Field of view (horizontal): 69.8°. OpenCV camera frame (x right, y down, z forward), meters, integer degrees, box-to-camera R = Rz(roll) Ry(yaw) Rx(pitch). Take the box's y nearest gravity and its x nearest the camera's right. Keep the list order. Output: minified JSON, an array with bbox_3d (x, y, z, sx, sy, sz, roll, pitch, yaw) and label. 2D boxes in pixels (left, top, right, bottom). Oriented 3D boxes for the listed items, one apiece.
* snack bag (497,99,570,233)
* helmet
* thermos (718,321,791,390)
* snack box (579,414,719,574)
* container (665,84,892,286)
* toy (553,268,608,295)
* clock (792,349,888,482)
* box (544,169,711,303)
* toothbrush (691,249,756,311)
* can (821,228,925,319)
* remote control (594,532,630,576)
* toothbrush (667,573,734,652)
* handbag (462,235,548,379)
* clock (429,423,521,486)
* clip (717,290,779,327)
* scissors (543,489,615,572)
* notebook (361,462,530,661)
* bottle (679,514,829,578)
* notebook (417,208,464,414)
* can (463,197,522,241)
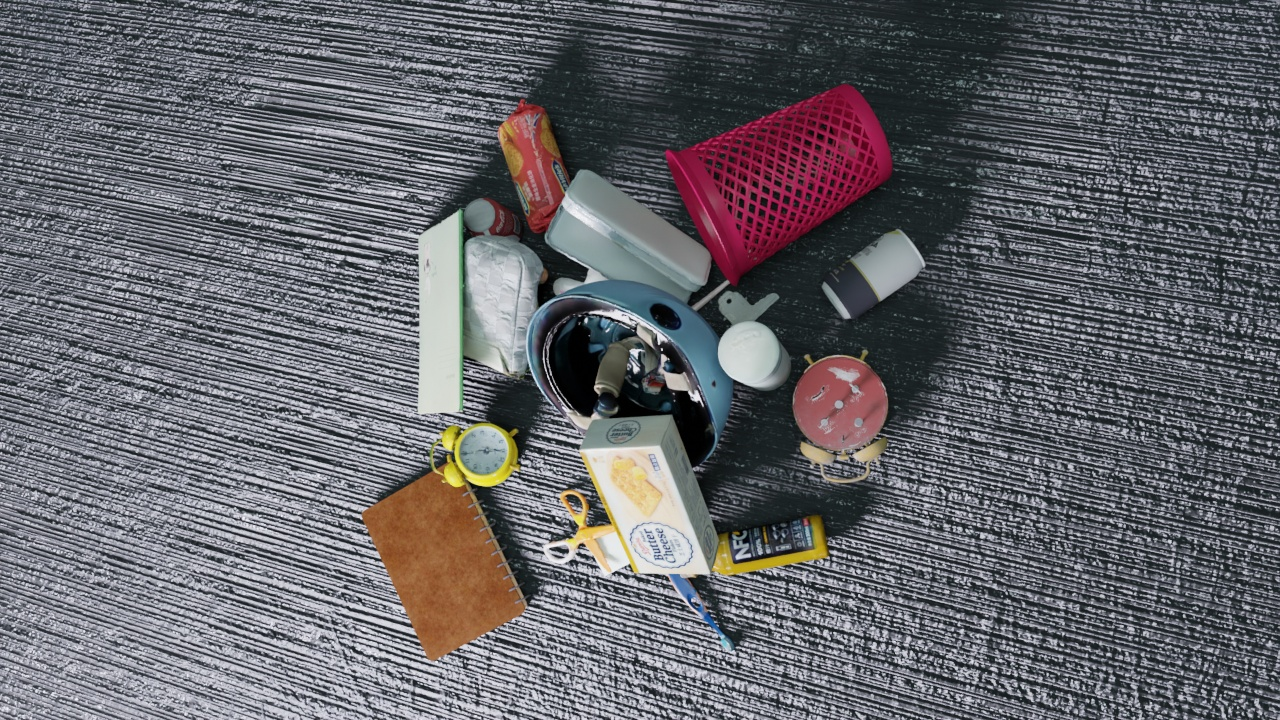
[{"bbox_3d":[-0.135,-0.253,1.224,0.082,0.082,0.176,-20,83,11],"label":"snack bag"},{"bbox_3d":[-0.007,0.007,1.119,0.265,0.166,0.226,41,131,-5],"label":"helmet"},{"bbox_3d":[0.137,-0.001,1.067,0.068,0.230,0.068,-1,86,12],"label":"thermos"},{"bbox_3d":[0.014,0.162,1.080,0.104,0.057,0.208,-5,124,25],"label":"snack box"},{"bbox_3d":[0.172,-0.224,1.112,0.226,0.183,0.183,-28,81,2],"label":"container"},{"bbox_3d":[-0.050,-0.091,1.213,0.125,0.037,0.076,-19,78,5],"label":"toy"},{"bbox_3d":[0.243,0.069,1.114,0.117,0.081,0.158,-5,86,12],"label":"clock"},{"bbox_3d":[-0.018,-0.140,1.176,0.216,0.107,0.110,34,129,-9],"label":"box"},{"bbox_3d":[0.080,-0.080,1.195,0.181,0.015,0.018,-40,72,7],"label":"toothbrush"},{"bbox_3d":[0.289,-0.108,1.124,0.127,0.064,0.064,-36,80,8],"label":"can"},{"bbox_3d":[0.002,0.226,1.188,0.143,0.024,0.049,-30,81,10],"label":"remote control"},{"bbox_3d":[0.076,0.315,1.170,0.021,0.017,0.135,-39,80,6],"label":"toothbrush"},{"bbox_3d":[-0.172,-0.077,1.189,0.112,0.123,0.172,22,116,26],"label":"handbag"},{"bbox_3d":[-0.219,0.125,1.217,0.118,0.057,0.083,-5,77,-4],"label":"clock"},{"bbox_3d":[0.124,-0.065,1.178,0.101,0.038,0.054,-44,91,6],"label":"clip"},{"bbox_3d":[-0.078,0.231,1.203,0.129,0.011,0.125,-44,67,15],"label":"scissors"},{"bbox_3d":[-0.262,0.269,1.246,0.167,0.024,0.225,-30,81,10],"label":"notebook"},{"bbox_3d":[0.137,0.235,1.142,0.186,0.053,0.053,-13,84,12],"label":"bottle"},{"bbox_3d":[-0.263,-0.057,1.206,0.010,0.182,0.252,1,86,-30],"label":"notebook"},{"bbox_3d":[-0.196,-0.182,1.221,0.054,0.096,0.054,-1,86,12],"label":"can"}]
